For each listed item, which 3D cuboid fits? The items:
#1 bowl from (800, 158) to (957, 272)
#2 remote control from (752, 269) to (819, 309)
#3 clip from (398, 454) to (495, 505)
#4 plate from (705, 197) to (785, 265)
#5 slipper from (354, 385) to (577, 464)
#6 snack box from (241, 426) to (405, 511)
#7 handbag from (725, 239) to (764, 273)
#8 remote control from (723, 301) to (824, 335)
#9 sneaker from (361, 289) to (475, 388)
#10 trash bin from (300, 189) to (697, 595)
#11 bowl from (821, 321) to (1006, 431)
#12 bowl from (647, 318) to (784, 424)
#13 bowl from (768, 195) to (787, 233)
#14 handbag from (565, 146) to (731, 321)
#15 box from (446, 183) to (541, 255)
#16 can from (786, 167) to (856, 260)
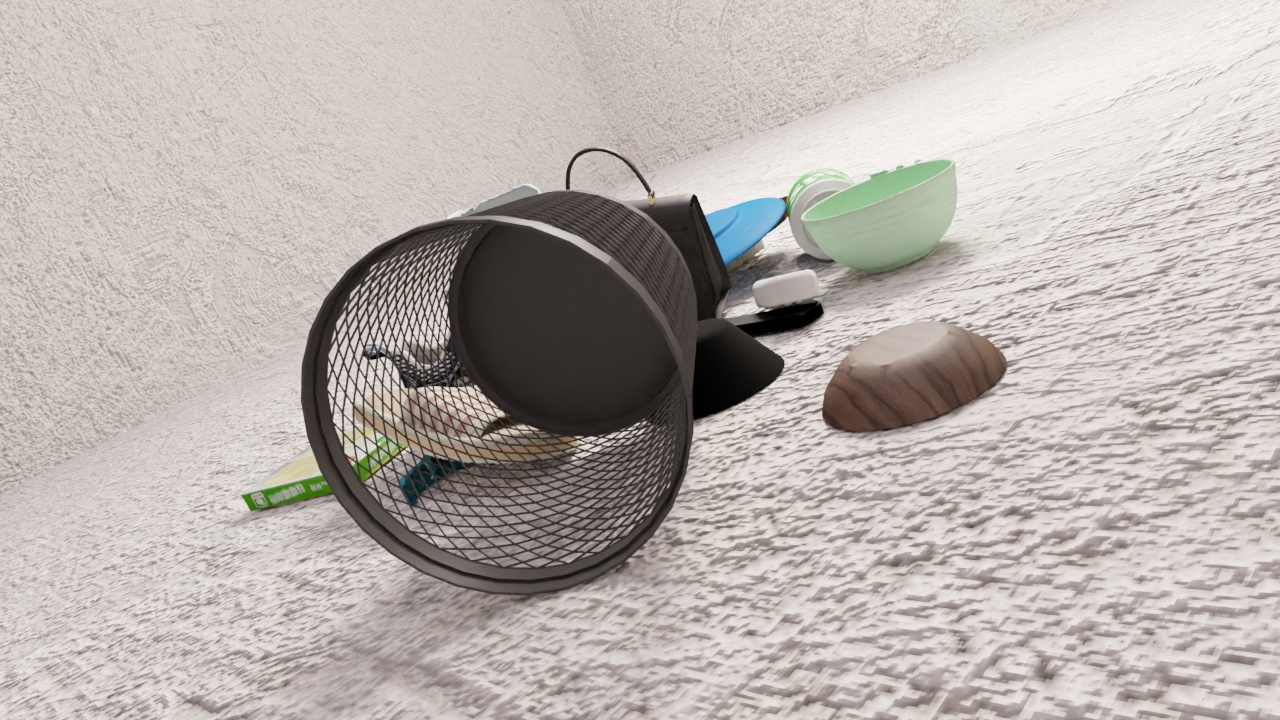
[{"bbox_3d":[0.239,-0.134,0.890,0.151,0.077,0.150,-22,14,6],"label":"bowl"},{"bbox_3d":[0.138,-0.067,0.866,0.060,0.028,0.114,-13,4,2],"label":"remote control"},{"bbox_3d":[-0.186,0.099,0.826,0.123,0.033,0.119,-10,23,43],"label":"clip"},{"bbox_3d":[0.068,-0.143,1.101,0.224,0.024,0.224,-28,19,11],"label":"plate"},{"bbox_3d":[-0.161,0.043,0.814,0.263,0.052,0.114,8,15,42],"label":"slipper"},{"bbox_3d":[-0.336,0.111,1.013,0.168,0.027,0.131,-15,17,29],"label":"snack box"},{"bbox_3d":[0.063,-0.118,1.179,0.124,0.047,0.185,-8,21,44],"label":"handbag"},{"bbox_3d":[0.102,-0.033,0.868,0.150,0.013,0.034,-8,16,46],"label":"remote control"},{"bbox_3d":[-0.145,-0.025,0.928,0.270,0.132,0.103,-27,22,12],"label":"sneaker"},{"bbox_3d":[-0.065,-0.003,0.602,0.218,0.218,0.227,-20,14,14],"label":"trash bin"},{"bbox_3d":[0.169,0.003,0.590,0.119,0.032,0.119,-22,14,6],"label":"bowl"},{"bbox_3d":[0.050,-0.001,0.751,0.124,0.052,0.124,-22,14,6],"label":"bowl"},{"bbox_3d":[0.148,-0.170,1.145,0.102,0.026,0.114,-17,18,35],"label":"bowl"},{"bbox_3d":[-0.018,-0.129,0.938,0.176,0.196,0.072,-2,39,22],"label":"handbag"},{"bbox_3d":[-0.149,-0.097,1.107,0.129,0.210,0.105,-22,16,11],"label":"box"},{"bbox_3d":[0.211,-0.168,1.038,0.088,0.088,0.139,-20,14,13],"label":"can"}]
